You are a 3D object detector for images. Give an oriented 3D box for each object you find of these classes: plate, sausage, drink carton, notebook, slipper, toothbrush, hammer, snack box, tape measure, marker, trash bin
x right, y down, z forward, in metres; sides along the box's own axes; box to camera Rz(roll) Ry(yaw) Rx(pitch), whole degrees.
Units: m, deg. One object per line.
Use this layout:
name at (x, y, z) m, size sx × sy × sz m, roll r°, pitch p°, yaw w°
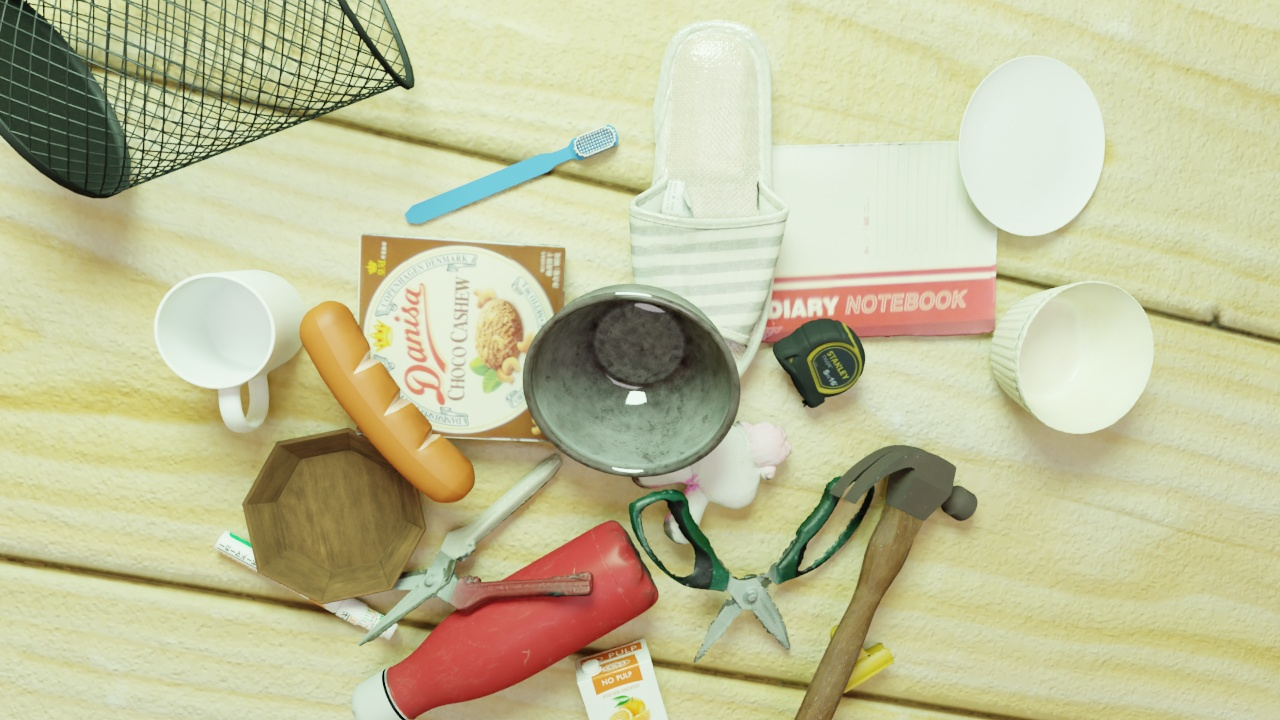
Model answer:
plate at (-0.223, 0.113, 0.679) m, size 0.131 × 0.025 × 0.131 m, roll 0°, pitch 94°, yaw -6°
sausage at (-0.174, 0.032, 0.627) m, size 0.044 × 0.039 × 0.164 m, roll -36°, pitch 101°, yaw 2°
drink carton at (-0.008, 0.284, 0.722) m, size 0.058 × 0.040 × 0.122 m, roll -17°, pitch 99°, yaw -4°
notebook at (0.176, -0.091, 0.709) m, size 0.208 × 0.012 × 0.153 m, roll -3°, pitch 98°, yaw -6°
slipper at (0.048, -0.108, 0.666) m, size 0.114 × 0.054 × 0.273 m, roll 5°, pitch 98°, yaw -3°
plate at (0.299, -0.164, 0.705) m, size 0.134 × 0.011 × 0.134 m, roll -2°, pitch 98°, yaw -17°
toothbrush at (-0.094, -0.135, 0.670) m, size 0.166 × 0.014 × 0.016 m, roll -23°, pitch 99°, yaw -3°
hammer at (0.159, 0.218, 0.711) m, size 0.115 × 0.033 × 0.323 m, roll 26°, pitch 87°, yaw -23°
snack box at (-0.130, -0.017, 0.668) m, size 0.147 × 0.041 × 0.143 m, roll 3°, pitch 98°, yaw -7°
tape measure at (0.138, -0.002, 0.697) m, size 0.061 × 0.034 × 0.062 m, roll -27°, pitch 122°, yaw 12°
marker at (-0.250, 0.170, 0.691) m, size 0.145 × 0.017 × 0.017 m, roll 32°, pitch 93°, yaw -9°
trash bin at (-0.279, -0.210, 0.563) m, size 0.210 × 0.184 × 0.184 m, roll -25°, pitch 100°, yaw 3°

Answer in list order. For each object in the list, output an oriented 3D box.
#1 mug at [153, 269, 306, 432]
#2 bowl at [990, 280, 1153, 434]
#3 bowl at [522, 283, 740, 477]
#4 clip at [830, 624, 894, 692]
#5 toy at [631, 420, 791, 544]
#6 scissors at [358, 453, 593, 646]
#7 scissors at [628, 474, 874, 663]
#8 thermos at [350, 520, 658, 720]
mug at (-0.274, -0.006, 0.627) m, size 0.073 × 0.090 × 0.110 m, roll -4°, pitch 98°, yaw -6°
bowl at (0.324, -0.005, 0.708) m, size 0.115 × 0.062 × 0.115 m, roll -2°, pitch 99°, yaw -12°
bowl at (-0.004, 0.003, 0.636) m, size 0.145 × 0.067 × 0.145 m, roll 3°, pitch 121°, yaw 5°
clip at (0.174, 0.240, 0.745) m, size 0.054 × 0.046 × 0.048 m, roll -30°, pitch 125°, yaw -1°
toy at (0.058, 0.084, 0.706) m, size 0.122 × 0.038 × 0.079 m, roll -26°, pitch 91°, yaw 0°
scissors at (-0.116, 0.143, 0.677) m, size 0.199 × 0.015 × 0.179 m, roll 8°, pitch 60°, yaw 28°
scissors at (0.093, 0.137, 0.704) m, size 0.204 × 0.015 × 0.202 m, roll -41°, pitch 117°, yaw -10°
thermos at (-0.104, 0.206, 0.684) m, size 0.240 × 0.073 × 0.073 m, roll -29°, pitch 100°, yaw -2°
